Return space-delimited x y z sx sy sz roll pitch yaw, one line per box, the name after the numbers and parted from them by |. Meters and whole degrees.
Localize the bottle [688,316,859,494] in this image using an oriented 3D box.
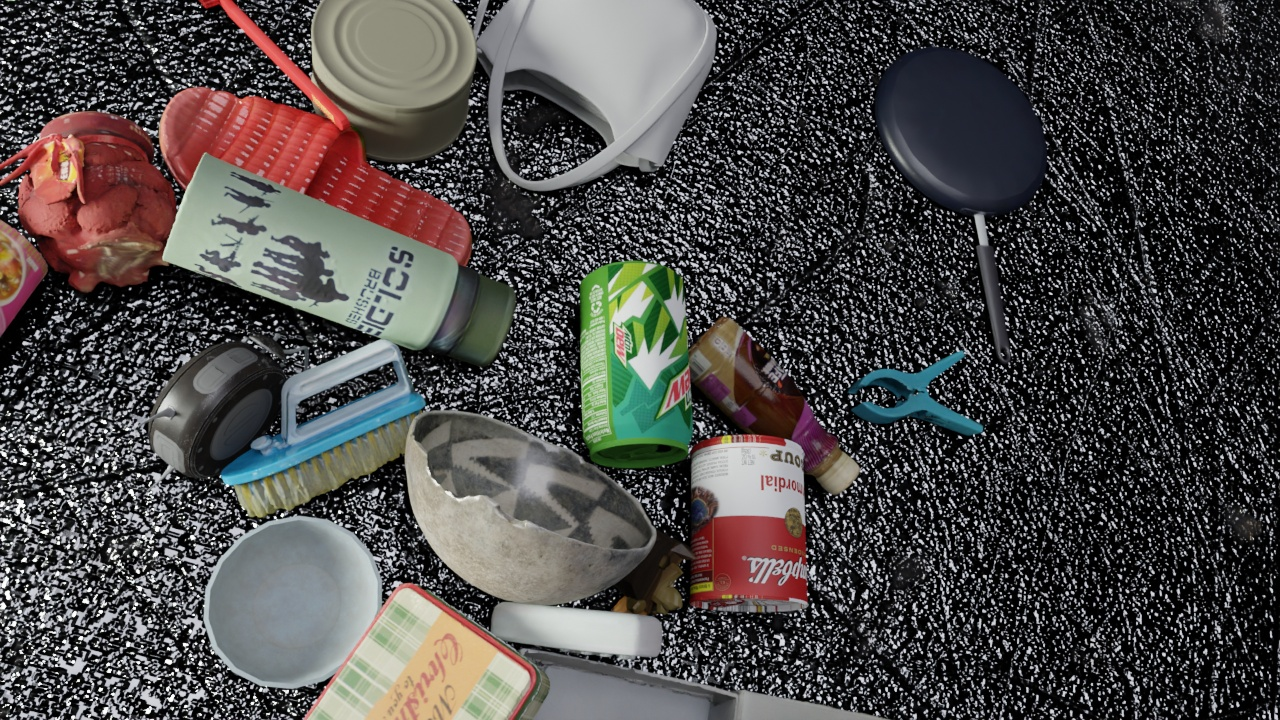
0.107 0.040 0.738 0.166 0.060 0.059 45 63 2 | bottle

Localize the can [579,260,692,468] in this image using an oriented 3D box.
-0.004 0.004 0.703 0.083 0.083 0.144 4 69 -17 | can

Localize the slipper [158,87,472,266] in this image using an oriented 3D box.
-0.243 -0.135 0.692 0.248 0.059 0.103 26 64 -9 | slipper

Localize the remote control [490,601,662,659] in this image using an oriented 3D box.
-0.042 0.179 0.608 0.114 0.060 0.028 0 72 21 | remote control

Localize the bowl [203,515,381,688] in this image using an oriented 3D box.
-0.224 0.158 0.597 0.106 0.039 0.106 6 68 -16 | bowl

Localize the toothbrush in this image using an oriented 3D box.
-0.291 -0.239 0.710 0.017 0.012 0.212 -35 67 -26 | toothbrush

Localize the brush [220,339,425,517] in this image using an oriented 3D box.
-0.217 0.045 0.620 0.135 0.055 0.075 -27 113 -25 | brush

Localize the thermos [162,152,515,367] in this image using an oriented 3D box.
-0.202 -0.060 0.647 0.231 0.083 0.082 21 64 -26 | thermos

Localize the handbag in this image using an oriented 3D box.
-0.061 -0.246 0.800 0.216 0.096 0.222 32 76 -3 | handbag

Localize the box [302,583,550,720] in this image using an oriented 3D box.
-0.155 0.247 0.547 0.118 0.051 0.205 30 71 18 | box

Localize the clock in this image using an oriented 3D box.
-0.275 0.027 0.603 0.044 0.091 0.122 32 46 6 | clock

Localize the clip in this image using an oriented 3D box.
0.238 0.021 0.809 0.119 0.027 0.102 -3 68 -20 | clip

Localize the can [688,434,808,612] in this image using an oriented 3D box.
0.079 0.123 0.683 0.086 0.087 0.116 8 68 -15 | can

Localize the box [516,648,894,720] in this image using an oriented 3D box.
0.072 0.306 0.605 0.368 0.099 0.165 13 67 -6 | box

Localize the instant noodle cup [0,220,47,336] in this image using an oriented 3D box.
-0.441 -0.039 0.576 0.097 0.098 0.108 27 57 -7 | instant noodle cup

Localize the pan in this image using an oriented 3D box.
0.336 -0.165 0.915 0.198 0.021 0.355 4 69 -17 | pan

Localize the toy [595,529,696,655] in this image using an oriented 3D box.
-0.002 0.169 0.656 0.062 0.076 0.100 30 86 24 | toy

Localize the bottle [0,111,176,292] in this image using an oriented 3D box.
-0.370 -0.107 0.620 0.098 0.099 0.111 -8 68 -21 | bottle

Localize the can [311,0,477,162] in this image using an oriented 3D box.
-0.198 -0.233 0.735 0.127 0.073 0.127 6 68 -16 | can

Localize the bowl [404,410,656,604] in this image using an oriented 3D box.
-0.084 0.108 0.613 0.178 0.178 0.081 27 100 -7 | bowl
